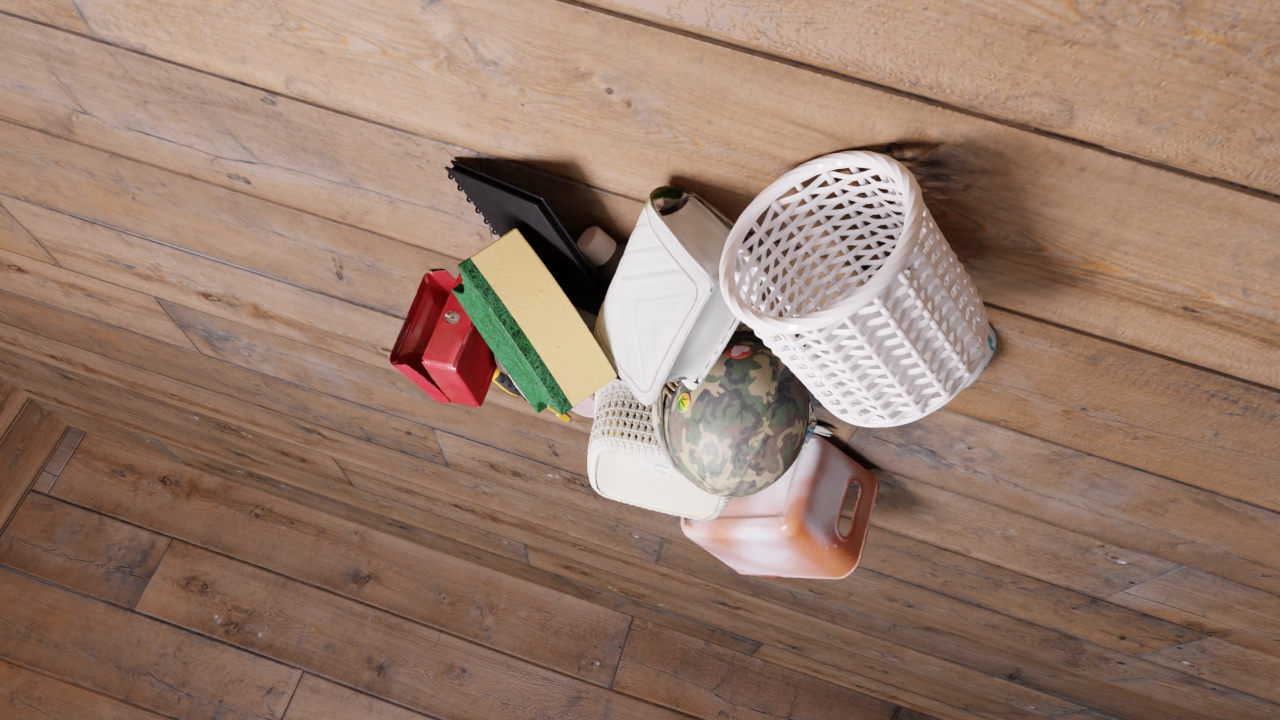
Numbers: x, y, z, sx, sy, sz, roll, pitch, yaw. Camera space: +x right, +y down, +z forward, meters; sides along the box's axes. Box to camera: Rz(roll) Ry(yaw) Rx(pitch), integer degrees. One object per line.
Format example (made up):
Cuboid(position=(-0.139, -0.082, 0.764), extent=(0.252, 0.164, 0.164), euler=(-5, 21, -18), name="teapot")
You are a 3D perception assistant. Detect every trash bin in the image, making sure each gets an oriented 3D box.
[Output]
Cuboid(position=(0.207, 0.220, 1.414), extent=(0.157, 0.181, 0.260), euler=(37, 150, -30), name="trash bin")

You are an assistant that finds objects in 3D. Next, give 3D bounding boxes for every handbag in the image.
Cuboid(position=(0.032, -0.066, 0.973), extent=(0.142, 0.096, 0.199), euler=(55, 141, 25), name="handbag")

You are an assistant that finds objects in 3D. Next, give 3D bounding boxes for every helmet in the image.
Cuboid(position=(0.117, 0.054, 1.137), extent=(0.192, 0.224, 0.236), euler=(20, 180, -14), name="helmet")

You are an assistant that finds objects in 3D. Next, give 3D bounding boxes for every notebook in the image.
Cuboid(position=(-0.117, -0.131, 1.063), extent=(0.169, 0.019, 0.231), euler=(28, 163, 37), name="notebook")

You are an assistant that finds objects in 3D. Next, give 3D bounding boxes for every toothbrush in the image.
Cuboid(position=(-0.186, 0.059, 1.544), extent=(0.031, 0.031, 0.196), euler=(12, 161, 48), name="toothbrush")

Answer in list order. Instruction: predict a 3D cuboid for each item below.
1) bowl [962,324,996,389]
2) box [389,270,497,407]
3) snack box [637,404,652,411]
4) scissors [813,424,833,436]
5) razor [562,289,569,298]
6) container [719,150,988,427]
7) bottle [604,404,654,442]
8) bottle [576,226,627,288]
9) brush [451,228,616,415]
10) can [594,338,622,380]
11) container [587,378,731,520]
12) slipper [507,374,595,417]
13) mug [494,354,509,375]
Cuboid(position=(0.315, 0.002, 1.022), extent=(0.144, 0.074, 0.144), euler=(16, 154, 8), name="bowl")
Cuboid(position=(-0.244, -0.030, 1.265), extent=(0.117, 0.157, 0.136), euler=(0, 150, 26), name="box")
Cuboid(position=(0.032, 0.062, 1.398), extent=(0.147, 0.025, 0.080), euler=(35, 151, -29), name="snack box")
Cuboid(position=(0.202, 0.074, 1.311), extent=(0.130, 0.019, 0.150), euler=(1, 148, 36), name="scissors")
Cuboid(position=(-0.120, -0.076, 1.165), extent=(0.042, 0.022, 0.144), euler=(39, 167, -5), name="razor")
Cuboid(position=(0.200, -0.061, 0.848), extent=(0.190, 0.189, 0.187), euler=(-3, 147, 40), name="container")
Cuboid(position=(-0.030, 0.124, 1.512), extent=(0.071, 0.071, 0.164), euler=(27, 154, -15), name="bottle")
Cuboid(position=(-0.003, -0.095, 1.087), extent=(0.084, 0.046, 0.174), euler=(-10, 141, 47), name="bottle")
Cuboid(position=(-0.134, -0.037, 1.091), extent=(0.195, 0.075, 0.250), euler=(56, 167, -5), name="brush")
Cuboid(position=(-0.007, 0.007, 1.268), extent=(0.138, 0.053, 0.054), euler=(21, 156, 14), name="can")
Cuboid(position=(0.039, 0.126, 1.323), extent=(0.252, 0.142, 0.185), euler=(13, 136, 6), name="container")
Cuboid(position=(-0.142, 0.041, 1.436), extent=(0.094, 0.064, 0.239), euler=(-3, 148, 39), name="slipper")
Cuboid(position=(-0.142, -0.026, 1.270), extent=(0.110, 0.096, 0.123), euler=(2, 159, 21), name="mug")
